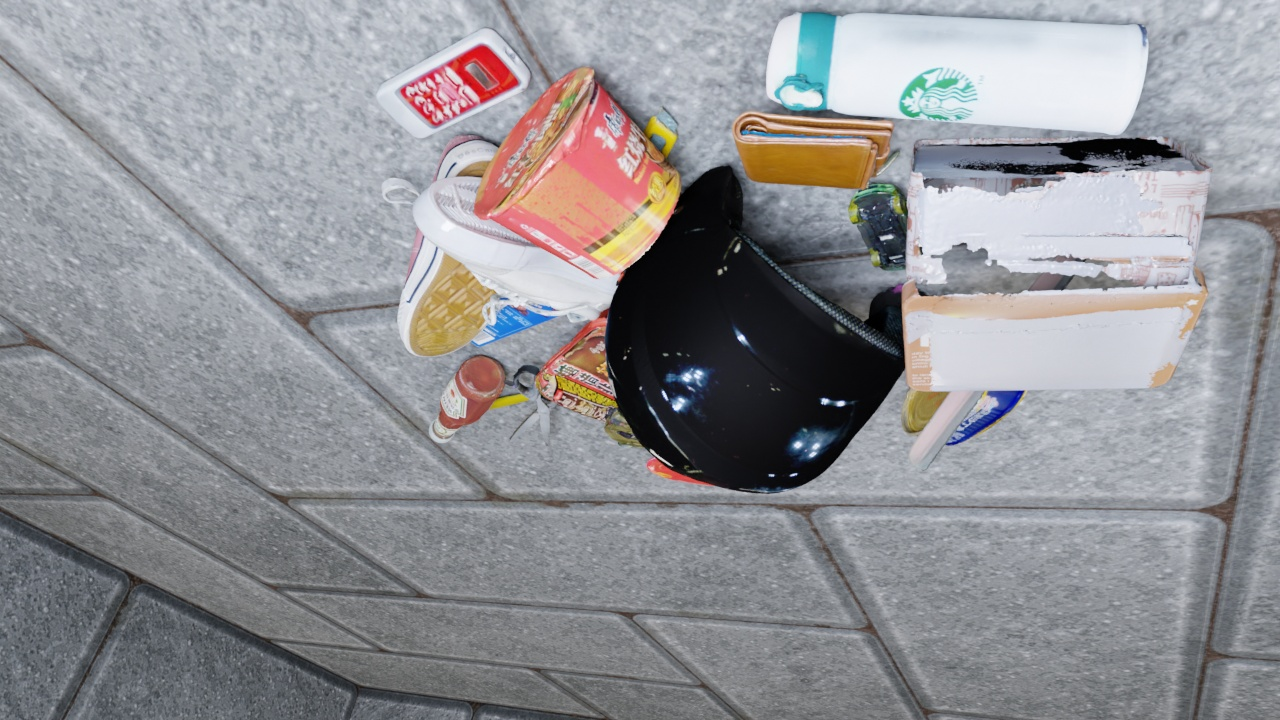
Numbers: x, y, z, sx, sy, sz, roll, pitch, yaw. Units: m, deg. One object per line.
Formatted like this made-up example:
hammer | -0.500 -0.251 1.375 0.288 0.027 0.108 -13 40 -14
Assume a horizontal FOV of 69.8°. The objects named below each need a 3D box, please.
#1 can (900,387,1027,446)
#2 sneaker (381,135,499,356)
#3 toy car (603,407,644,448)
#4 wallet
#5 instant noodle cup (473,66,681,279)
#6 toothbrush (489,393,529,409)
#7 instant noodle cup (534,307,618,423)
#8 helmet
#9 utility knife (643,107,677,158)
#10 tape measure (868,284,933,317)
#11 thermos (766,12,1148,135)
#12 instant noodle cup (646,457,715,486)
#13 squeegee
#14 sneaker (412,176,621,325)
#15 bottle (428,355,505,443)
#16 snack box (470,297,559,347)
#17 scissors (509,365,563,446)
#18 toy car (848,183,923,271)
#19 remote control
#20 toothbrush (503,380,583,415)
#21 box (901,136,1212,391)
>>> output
can | 0.313 0.032 0.889 0.049 0.074 0.148 17 148 -10
sneaker | -0.177 -0.109 0.848 0.118 0.087 0.242 -4 136 -29
toy car | 0.041 0.069 0.941 0.158 0.042 0.070 1 152 13
wallet | 0.130 -0.148 0.663 0.119 0.035 0.130 2 180 10
instant noodle cup | -0.045 -0.134 0.703 0.108 0.137 0.138 36 143 -28
toothbrush | -0.140 0.041 1.139 0.191 0.016 0.015 -14 140 39
instant noodle cup | -0.006 0.006 0.968 0.164 0.079 0.189 26 147 -20
helmet | 0.081 -0.008 0.767 0.233 0.230 0.275 37 171 -11
utility knife | -0.005 -0.154 0.776 0.033 0.015 0.165 18 148 -12
tape measure | 0.238 -0.041 0.837 0.058 0.039 0.057 10 148 -2
thermos | 0.195 -0.186 0.592 0.224 0.073 0.073 7 148 11
instant noodle cup | 0.105 0.100 1.057 0.194 0.065 0.194 5 162 2
squeegee | 0.271 -0.008 0.811 0.040 0.247 0.250 38 174 4
sneaker | -0.107 -0.083 0.788 0.091 0.089 0.241 -45 147 23
bottle | -0.227 0.057 1.155 0.059 0.059 0.207 24 148 -16
snack box | -0.150 -0.063 0.966 0.158 0.026 0.084 -17 137 40
scissors | -0.115 0.057 1.101 0.176 0.014 0.159 -17 139 25
toy car | 0.201 -0.109 0.745 0.043 0.036 0.091 -7 144 32
remote control | -0.151 -0.217 0.730 0.136 0.020 0.056 -12 141 35
toothbrush | -0.085 0.058 1.120 0.189 0.016 0.014 23 143 -30
box | 0.275 -0.051 0.632 0.183 0.153 0.181 3 115 17
